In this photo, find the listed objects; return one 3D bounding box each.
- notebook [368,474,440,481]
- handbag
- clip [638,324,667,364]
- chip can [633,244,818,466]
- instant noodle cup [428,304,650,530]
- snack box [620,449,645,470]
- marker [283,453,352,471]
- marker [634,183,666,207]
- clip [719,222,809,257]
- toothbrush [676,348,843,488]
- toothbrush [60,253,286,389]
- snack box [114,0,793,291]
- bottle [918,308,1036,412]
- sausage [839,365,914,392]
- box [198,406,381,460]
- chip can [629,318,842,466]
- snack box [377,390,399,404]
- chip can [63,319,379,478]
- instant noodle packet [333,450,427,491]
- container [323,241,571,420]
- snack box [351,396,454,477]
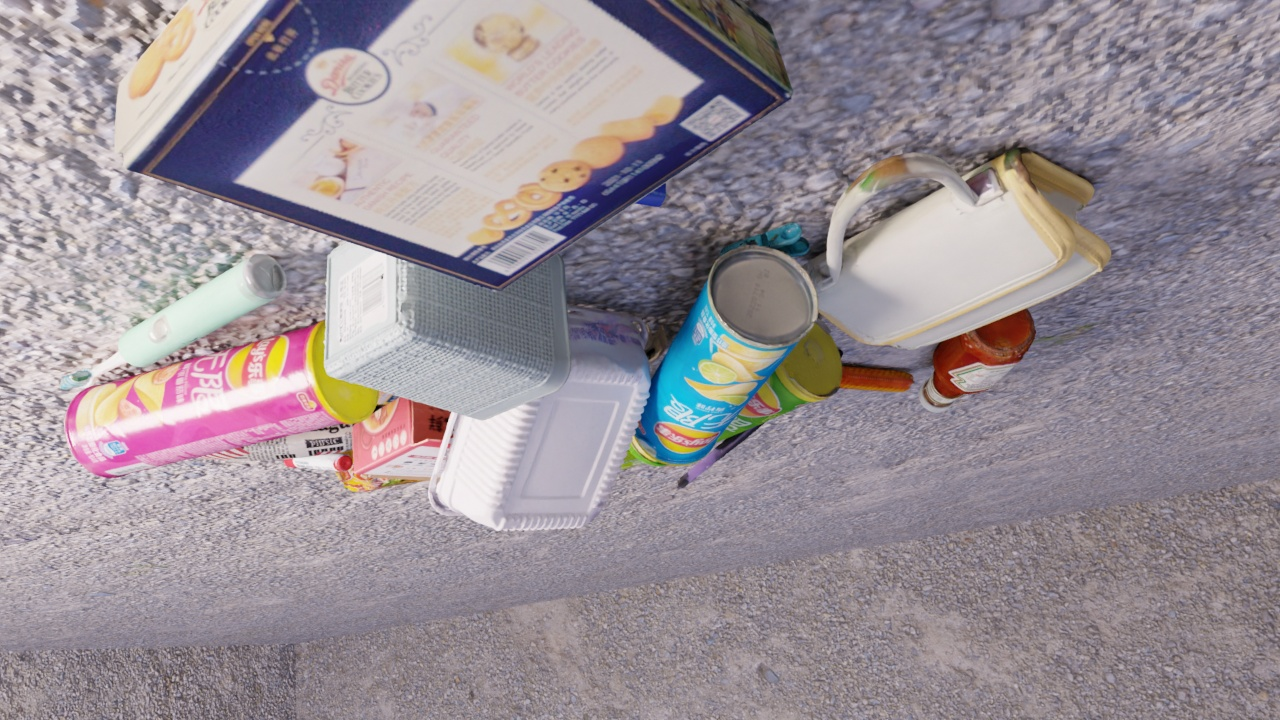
[{"bbox_3d":[-0.121,0.073,0.845,0.211,0.012,0.150,11,135,-40],"label":"notebook"},{"bbox_3d":[0.175,-0.066,0.563,0.178,0.063,0.164,13,151,-38],"label":"handbag"},{"bbox_3d":[-0.001,0.005,0.739,0.103,0.035,0.094,-30,148,32],"label":"clip"},{"bbox_3d":[0.049,0.006,0.631,0.071,0.071,0.211,-3,155,-15],"label":"chip can"},{"bbox_3d":[-0.062,0.049,0.648,0.137,0.060,0.174,5,114,-37],"label":"instant noodle cup"},{"bbox_3d":[-0.056,0.095,0.986,0.086,0.026,0.156,-18,158,28],"label":"snack box"},{"bbox_3d":[-0.296,0.092,0.838,0.017,0.017,0.145,7,172,-38],"label":"marker"},{"bbox_3d":[-0.056,-0.090,0.461,0.145,0.017,0.017,0,160,-22],"label":"marker"},{"bbox_3d":[0.077,-0.070,0.575,0.057,0.015,0.049,-11,159,18],"label":"clip"},{"bbox_3d":[0.104,0.051,0.811,0.189,0.014,0.017,-40,-172,0],"label":"toothbrush"},{"bbox_3d":[-0.295,-0.017,0.567,0.225,0.026,0.027,-19,180,32],"label":"toothbrush"},{"bbox_3d":[-0.066,-0.103,0.351,0.178,0.045,0.182,-27,152,33],"label":"snack box"},{"bbox_3d":[0.282,0.003,0.800,0.060,0.059,0.206,-8,162,1],"label":"bottle"},{"bbox_3d":[0.201,0.017,0.864,0.165,0.021,0.022,5,158,-32],"label":"sausage"},{"bbox_3d":[-0.294,0.054,0.760,0.164,0.060,0.072,-2,-176,-17],"label":"box"},{"bbox_3d":[0.068,0.032,0.778,0.072,0.072,0.222,6,157,-35],"label":"chip can"},{"bbox_3d":[-0.132,0.009,0.697,0.140,0.033,0.087,1,159,-29],"label":"snack box"},{"bbox_3d":[-0.289,0.028,0.632,0.211,0.071,0.071,-13,161,17],"label":"chip can"},{"bbox_3d":[-0.237,0.097,0.896,0.128,0.044,0.111,-4,157,-9],"label":"instant noodle packet"},{"bbox_3d":[-0.112,-0.026,0.520,0.090,0.090,0.111,-22,154,37],"label":"container"},{"bbox_3d":[-0.147,0.059,0.720,0.113,0.044,0.127,9,158,-39],"label":"snack box"}]
